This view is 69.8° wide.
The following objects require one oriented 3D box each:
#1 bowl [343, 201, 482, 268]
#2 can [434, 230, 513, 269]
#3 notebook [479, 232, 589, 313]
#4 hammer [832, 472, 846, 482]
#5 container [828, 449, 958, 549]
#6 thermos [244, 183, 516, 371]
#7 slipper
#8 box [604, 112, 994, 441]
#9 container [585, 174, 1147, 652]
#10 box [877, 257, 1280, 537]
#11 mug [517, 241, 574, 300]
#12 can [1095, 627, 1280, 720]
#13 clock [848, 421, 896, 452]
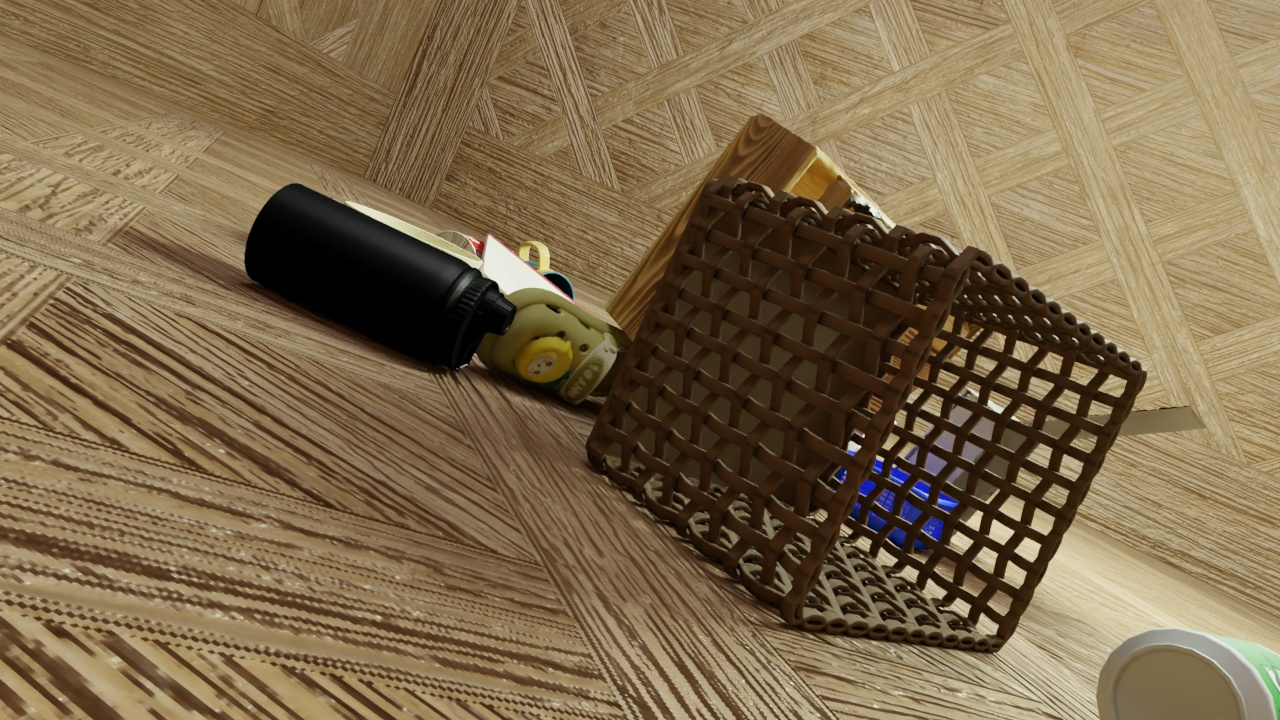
[{"bbox_3d":[-0.248,-0.101,0.956,0.151,0.075,0.150,24,6,-3],"label":"bowl"},{"bbox_3d":[-0.206,-0.106,1.127,0.087,0.087,0.116,27,7,22],"label":"can"},{"bbox_3d":[-0.103,-0.061,1.085,0.208,0.012,0.153,39,16,-20],"label":"notebook"},{"bbox_3d":[0.193,0.106,1.152,0.132,0.040,0.305,26,5,-26],"label":"hammer"},{"bbox_3d":[0.249,0.142,0.920,0.114,0.058,0.096,29,7,40],"label":"container"},{"bbox_3d":[-0.198,-0.059,0.722,0.198,0.086,0.086,25,6,4],"label":"thermos"},{"bbox_3d":[-0.063,0.004,0.822,0.190,0.092,0.081,20,32,-47],"label":"slipper"},{"bbox_3d":[0.147,-0.044,0.868,0.279,0.245,0.168,27,19,-44],"label":"box"},{"bbox_3d":[0.149,0.037,0.628,0.251,0.219,0.214,20,7,-40],"label":"container"},{"bbox_3d":[0.468,0.048,0.948,0.166,0.480,0.119,17,48,-53],"label":"box"},{"bbox_3d":[-0.152,-0.110,1.273,0.083,0.114,0.107,-7,23,-34],"label":"mug"},{"bbox_3d":[0.336,0.206,0.541,0.139,0.088,0.088,20,8,-41],"label":"can"},{"bbox_3d":[0.226,0.065,1.126,0.161,0.073,0.125,32,4,5],"label":"clock"}]
